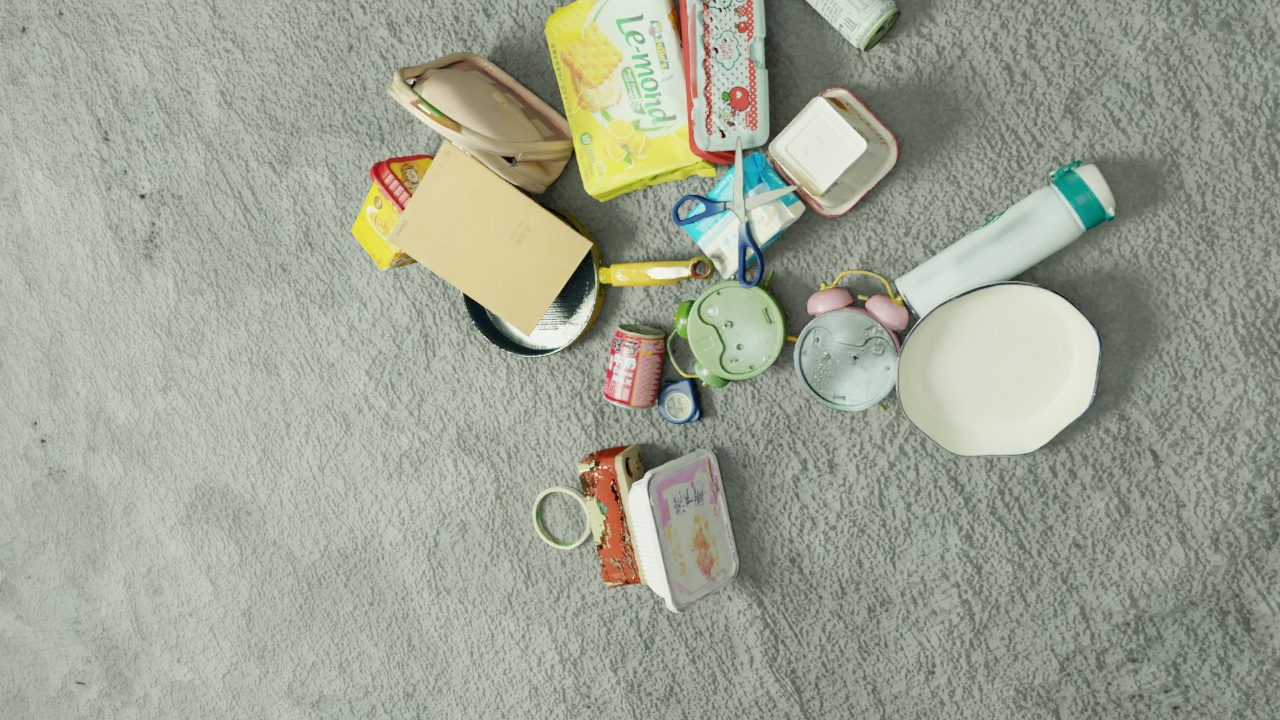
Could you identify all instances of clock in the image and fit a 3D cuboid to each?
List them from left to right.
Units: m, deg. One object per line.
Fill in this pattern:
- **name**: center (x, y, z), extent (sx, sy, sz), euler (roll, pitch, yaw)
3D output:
- **clock**: center (0.103, -0.032, 1.088), extent (0.161, 0.056, 0.116), euler (-24, 89, 23)
- **clock**: center (0.239, -0.024, 1.029), extent (0.117, 0.059, 0.159), euler (12, 110, 23)

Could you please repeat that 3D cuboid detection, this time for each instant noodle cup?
- **instant noodle cup**: center (-0.305, -0.189, 1.197), extent (0.116, 0.116, 0.124), euler (51, 123, 6)
- **instant noodle cup**: center (0.046, 0.205, 1.120), extent (0.060, 0.137, 0.173), euler (-10, 95, 44)
- **instant noodle cup**: center (0.200, -0.224, 0.981), extent (0.116, 0.124, 0.117), euler (48, 111, 8)

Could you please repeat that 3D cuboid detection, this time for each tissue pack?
- **tissue pack**: center (0.115, -0.162, 1.041), extent (0.090, 0.063, 0.140), euler (53, 139, 5)

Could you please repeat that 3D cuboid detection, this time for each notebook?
- **notebook**: center (-0.183, -0.145, 1.109), extent (0.211, 0.012, 0.150), euler (35, 113, -6)

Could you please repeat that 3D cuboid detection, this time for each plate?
- **plate**: center (0.371, 0.007, 0.964), extent (0.205, 0.045, 0.205), euler (3, 117, 5)

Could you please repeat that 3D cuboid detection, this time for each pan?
- **pan**: center (-0.071, -0.103, 1.132), extent (0.358, 0.078, 0.198), euler (-2, 99, 22)

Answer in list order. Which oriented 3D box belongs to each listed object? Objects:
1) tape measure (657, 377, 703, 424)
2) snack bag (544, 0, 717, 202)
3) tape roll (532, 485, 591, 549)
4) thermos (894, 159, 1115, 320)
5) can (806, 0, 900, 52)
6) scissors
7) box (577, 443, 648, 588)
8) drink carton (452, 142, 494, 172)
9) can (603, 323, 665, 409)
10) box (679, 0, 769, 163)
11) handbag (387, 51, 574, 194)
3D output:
- **tape measure**: center (0.049, 0.051, 1.141), extent (0.055, 0.025, 0.058), euler (-14, 90, 25)
- **snack bag**: center (-0.011, -0.317, 1.078), extent (0.158, 0.068, 0.246), euler (-13, 94, 23)
- **tape roll**: center (-0.104, 0.211, 1.234), extent (0.086, 0.013, 0.086), euler (4, 100, 21)
- **thermos**: center (0.380, -0.121, 0.960), extent (0.225, 0.073, 0.073), euler (-35, 86, 22)
- **can**: center (0.207, -0.401, 0.983), extent (0.146, 0.058, 0.058), euler (46, 111, 8)
- **scissors**: center (0.104, -0.156, 0.997), extent (0.174, 0.012, 0.162), euler (-7, 108, 45)
- **box**: center (-0.030, 0.197, 1.161), extent (0.077, 0.091, 0.168), euler (-11, 95, 19)
- **drink carton**: center (-0.210, -0.224, 1.160), extent (0.054, 0.045, 0.122), euler (-40, 56, 23)
- **can**: center (-0.007, 0.007, 1.132), extent (0.066, 0.066, 0.094), euler (15, 104, 18)
- **box**: center (0.099, -0.323, 0.995), extent (0.098, 0.095, 0.201), euler (-6, 86, 39)
- **handbag**: center (-0.197, -0.282, 1.066), extent (0.193, 0.233, 0.093), euler (40, 111, 11)
